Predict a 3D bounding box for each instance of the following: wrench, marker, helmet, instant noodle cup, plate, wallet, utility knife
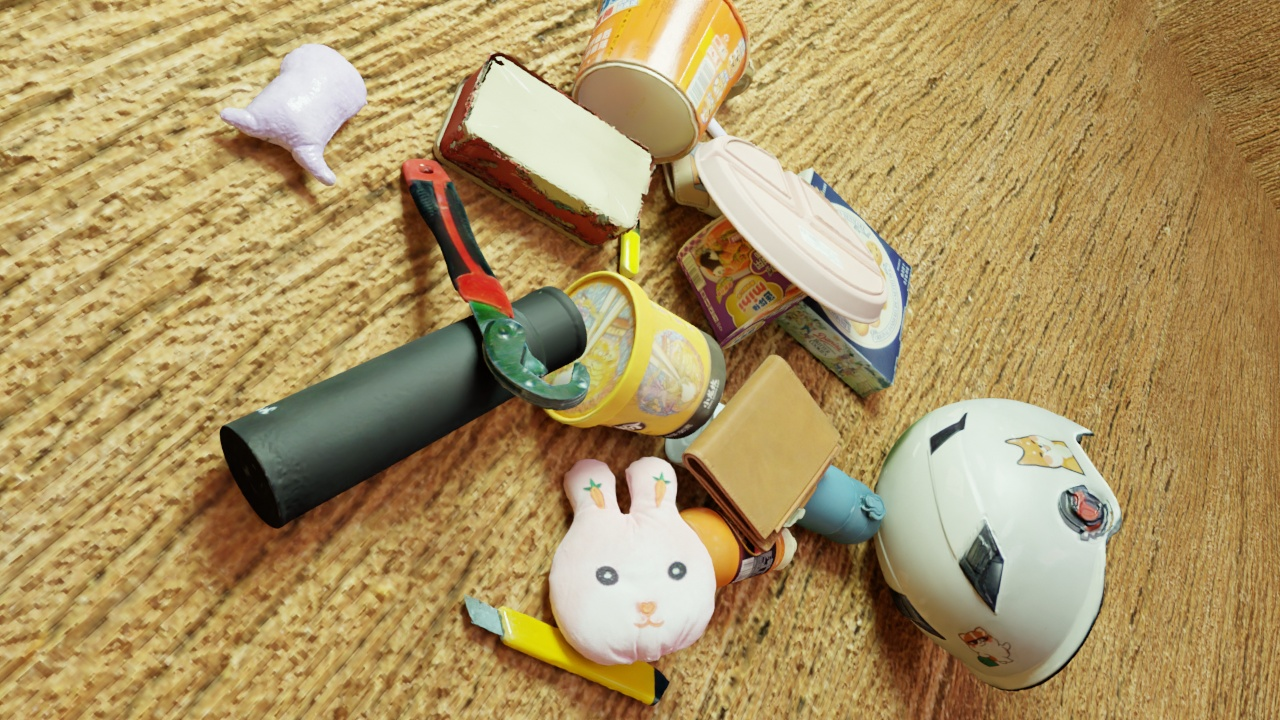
[{"bbox_3d":[-0.113,-0.063,0.634,0.056,0.016,0.273,-11,48,-31],"label":"wrench"},{"bbox_3d":[-0.010,-0.129,0.838,0.018,0.015,0.124,22,55,-33],"label":"marker"},{"bbox_3d":[0.302,0.146,0.852,0.157,0.231,0.273,26,48,-7],"label":"helmet"},{"bbox_3d":[0.094,-0.080,0.845,0.111,0.112,0.099,-24,79,-44],"label":"instant noodle cup"},{"bbox_3d":[0.013,-0.259,0.830,0.151,0.152,0.111,35,60,-24],"label":"instant noodle cup"},{"bbox_3d":[0.145,-0.126,0.842,0.229,0.028,0.229,33,29,-21],"label":"plate"},{"bbox_3d":[0.070,-0.181,0.923,0.115,0.024,0.087,8,61,-39],"label":"wallet"},{"bbox_3d":[0.104,0.074,0.741,0.108,0.031,0.131,51,56,-9],"label":"wallet"},{"bbox_3d":[-0.051,0.206,0.652,0.180,0.015,0.033,32,32,-25],"label":"utility knife"},{"bbox_3d":[-0.004,0.004,0.718,0.114,0.119,0.118,21,58,-42],"label":"instant noodle cup"}]

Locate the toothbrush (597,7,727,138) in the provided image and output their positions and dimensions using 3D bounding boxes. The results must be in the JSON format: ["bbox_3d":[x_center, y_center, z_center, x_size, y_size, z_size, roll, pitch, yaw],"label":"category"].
[{"bbox_3d":[0.029,-0.294,0.940,0.189,0.029,0.021,46,11,-16],"label":"toothbrush"}]

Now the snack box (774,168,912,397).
[{"bbox_3d":[0.210,-0.083,0.982,0.182,0.046,0.177,38,50,-22],"label":"snack box"}]

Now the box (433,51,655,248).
[{"bbox_3d":[-0.072,-0.169,0.750,0.168,0.076,0.091,28,67,-28],"label":"box"}]

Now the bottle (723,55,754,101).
[{"bbox_3d":[0.064,-0.386,0.977,0.065,0.065,0.218,-3,74,-41],"label":"bottle"}]

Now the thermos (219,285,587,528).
[{"bbox_3d":[-0.147,0.025,0.609,0.241,0.090,0.068,-29,86,-38],"label":"thermos"}]

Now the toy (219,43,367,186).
[{"bbox_3d":[-0.233,-0.182,0.653,0.084,0.039,0.107,36,49,-23],"label":"toy"}]

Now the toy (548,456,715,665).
[{"bbox_3d":[-0.010,0.141,0.674,0.121,0.054,0.159,-3,58,-13],"label":"toy"}]

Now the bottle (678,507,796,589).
[{"bbox_3d":[0.081,0.155,0.759,0.149,0.067,0.066,9,65,-45],"label":"bottle"}]

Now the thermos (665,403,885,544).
[{"bbox_3d":[0.125,0.102,0.810,0.220,0.070,0.070,28,55,-27],"label":"thermos"}]
